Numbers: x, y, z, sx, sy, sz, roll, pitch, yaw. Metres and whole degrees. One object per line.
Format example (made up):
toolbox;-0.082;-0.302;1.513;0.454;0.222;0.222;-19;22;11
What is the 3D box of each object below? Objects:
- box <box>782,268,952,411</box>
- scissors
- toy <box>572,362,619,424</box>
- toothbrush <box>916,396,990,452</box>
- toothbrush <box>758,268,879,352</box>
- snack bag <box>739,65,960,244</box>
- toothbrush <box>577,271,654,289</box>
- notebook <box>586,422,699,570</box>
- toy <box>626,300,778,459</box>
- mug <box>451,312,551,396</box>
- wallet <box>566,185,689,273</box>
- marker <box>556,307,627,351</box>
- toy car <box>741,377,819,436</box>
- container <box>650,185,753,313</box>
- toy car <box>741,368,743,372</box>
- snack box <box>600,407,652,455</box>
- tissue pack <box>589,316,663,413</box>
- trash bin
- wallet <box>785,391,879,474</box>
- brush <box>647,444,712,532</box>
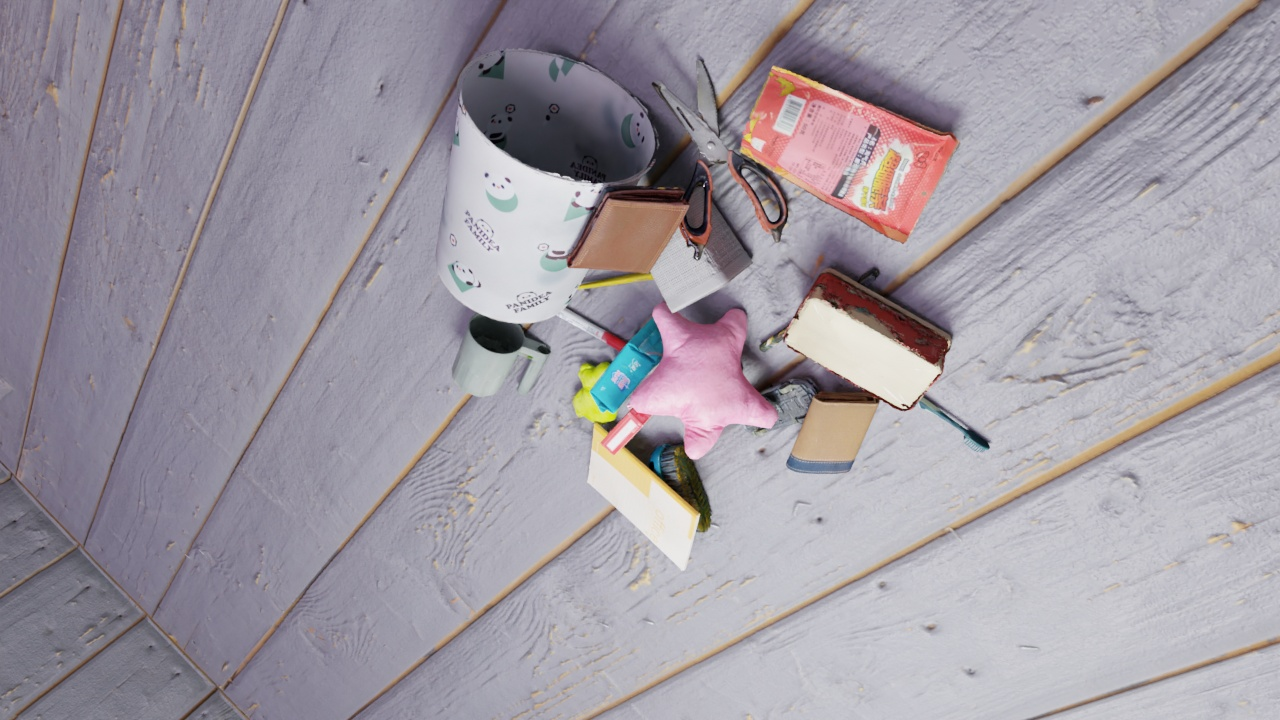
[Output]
box;0.251;-0.019;1.023;0.168;0.078;0.092;30;134;4
scissors;0.085;-0.216;1.020;0.189;0.015;0.226;14;90;-13
toy;-0.059;0.049;1.301;0.097;0.031;0.100;-4;115;31
toothbrush;0.324;0.049;1.074;0.191;0.016;0.018;36;141;8
toothbrush;0.206;-0.055;1.082;0.012;0.017;0.186;43;131;-11
snack bag;0.211;-0.218;0.956;0.208;0.073;0.129;27;133;9
toothbrush;-0.042;-0.100;1.211;0.190;0.015;0.016;-7;118;34
notebook;0.000;0.196;1.316;0.206;0.010;0.146;40;144;25
toy;0.064;0.018;1.114;0.075;0.178;0.194;148;104;-77
mug;-0.206;-0.001;1.339;0.124;0.083;0.104;22;132;-12
wallet;-0.016;-0.141;1.002;0.125;0.101;0.032;-55;45;47
marker;-0.081;-0.052;1.264;0.145;0.017;0.017;30;129;14
toy car;0.173;0.058;1.159;0.121;0.036;0.054;-25;103;42
container;0.057;-0.134;1.083;0.090;0.090;0.114;-26;99;39
toy car;0.103;0.039;1.194;0.048;0.032;0.105;18;124;22
snack box;0.010;0.057;1.182;0.025;0.152;0.075;43;130;2
tissue pack;-0.007;0.007;1.202;0.050;0.093;0.134;42;131;2
trash bin;-0.129;-0.192;1.083;0.229;0.228;0.253;37;135;8
wallet;0.233;0.089;1.120;0.090;0.033;0.115;2;128;-15
brush;0.048;0.183;1.299;0.074;0.055;0.144;-7;114;33
